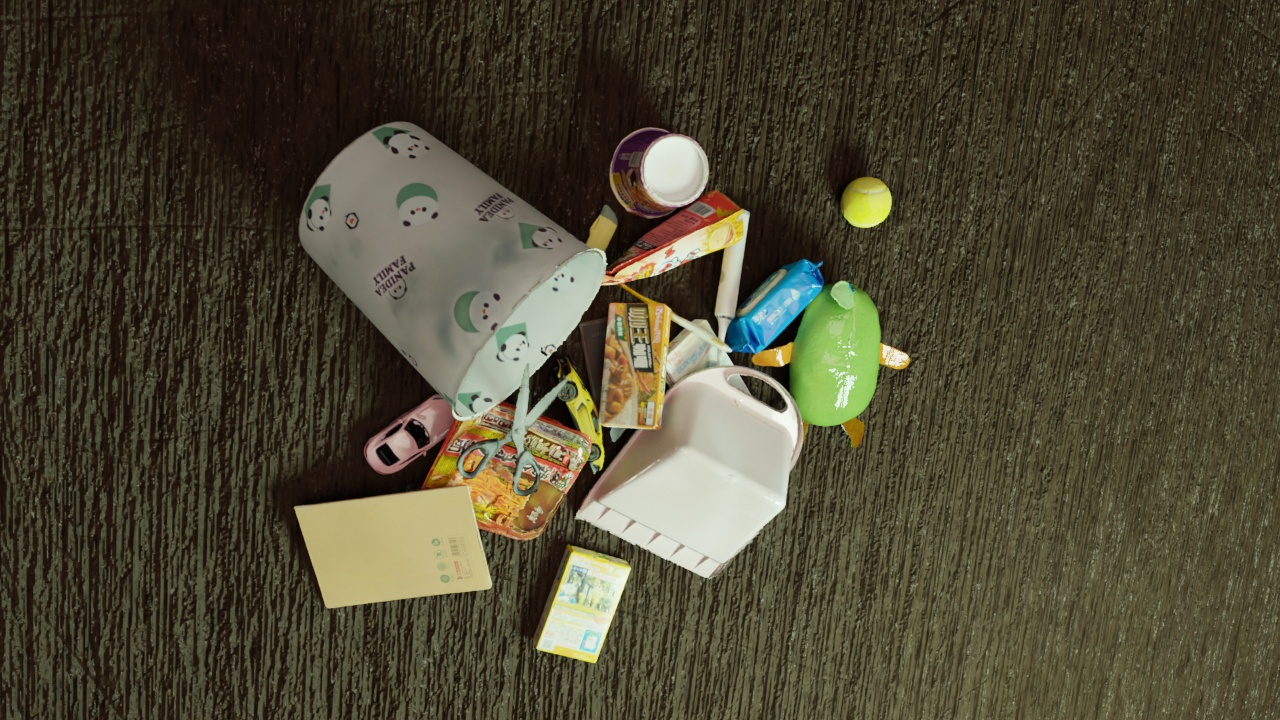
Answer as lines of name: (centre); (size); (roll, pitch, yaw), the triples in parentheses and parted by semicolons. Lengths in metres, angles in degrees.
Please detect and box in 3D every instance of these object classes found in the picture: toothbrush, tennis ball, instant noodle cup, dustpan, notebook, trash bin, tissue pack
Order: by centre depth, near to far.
trash bin: (-0.203, -0.103, 0.973); (0.252, 0.229, 0.229); (41, 86, 10)
notebook: (-0.294, 0.224, 1.099); (0.208, 0.008, 0.148); (-8, 112, 3)
instant noodle cup: (-0.164, 0.123, 1.106); (0.164, 0.079, 0.189); (22, 119, -18)
instant noodle cup: (0.028, -0.228, 1.110); (0.111, 0.099, 0.111); (-3, 100, -17)
toothbrush: (0.034, -0.064, 1.150); (0.191, 0.016, 0.018); (32, 79, 4)
toothbrush: (0.111, -0.084, 1.170); (0.026, 0.027, 0.221); (9, 84, -4)
tissue pack: (0.168, -0.069, 1.179); (0.052, 0.095, 0.157); (45, 86, -6)
dustpan: (0.083, 0.139, 1.195); (0.222, 0.138, 0.274); (31, 133, -19)
tennis ball: (0.296, -0.208, 1.206); (0.065, 0.065, 0.065); (-3, 100, -16)

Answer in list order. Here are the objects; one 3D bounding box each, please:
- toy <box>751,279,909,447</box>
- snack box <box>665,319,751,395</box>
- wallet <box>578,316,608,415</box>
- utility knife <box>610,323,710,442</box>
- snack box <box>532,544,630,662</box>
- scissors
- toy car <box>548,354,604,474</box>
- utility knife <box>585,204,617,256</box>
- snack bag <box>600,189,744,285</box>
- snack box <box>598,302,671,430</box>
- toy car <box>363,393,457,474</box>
toy: (0.254, 0.008, 1.213); (0.226, 0.090, 0.247); (-1, 110, -19)
snack box: (0.087, 0.033, 1.190); (0.084, 0.027, 0.157); (-43, 114, -23)
wallet: (-0.023, 0.002, 1.177); (0.096, 0.020, 0.122); (-12, 100, -14)
utility knife: (0.025, 0.023, 1.175); (0.029, 0.013, 0.205); (46, 73, -25)
snack box: (-0.078, 0.321, 1.209); (0.087, 0.034, 0.140); (19, 95, -18)
scissors: (-0.139, 0.085, 1.030); (0.175, 0.014, 0.159); (-20, 119, 9)
toy car: (-0.075, 0.068, 1.146); (0.041, 0.071, 0.156); (-21, 107, -8)
utility knife: (-0.072, -0.115, 1.143); (0.031, 0.018, 0.165); (27, 90, -14)
snack bag: (0.021, -0.134, 1.105); (0.207, 0.129, 0.073); (-28, 99, -19)
snack box: (-0.007, 0.007, 1.127); (0.075, 0.026, 0.153); (2, 81, 20)
toy car: (-0.276, 0.090, 1.110); (0.122, 0.037, 0.056); (-36, 108, -9)
